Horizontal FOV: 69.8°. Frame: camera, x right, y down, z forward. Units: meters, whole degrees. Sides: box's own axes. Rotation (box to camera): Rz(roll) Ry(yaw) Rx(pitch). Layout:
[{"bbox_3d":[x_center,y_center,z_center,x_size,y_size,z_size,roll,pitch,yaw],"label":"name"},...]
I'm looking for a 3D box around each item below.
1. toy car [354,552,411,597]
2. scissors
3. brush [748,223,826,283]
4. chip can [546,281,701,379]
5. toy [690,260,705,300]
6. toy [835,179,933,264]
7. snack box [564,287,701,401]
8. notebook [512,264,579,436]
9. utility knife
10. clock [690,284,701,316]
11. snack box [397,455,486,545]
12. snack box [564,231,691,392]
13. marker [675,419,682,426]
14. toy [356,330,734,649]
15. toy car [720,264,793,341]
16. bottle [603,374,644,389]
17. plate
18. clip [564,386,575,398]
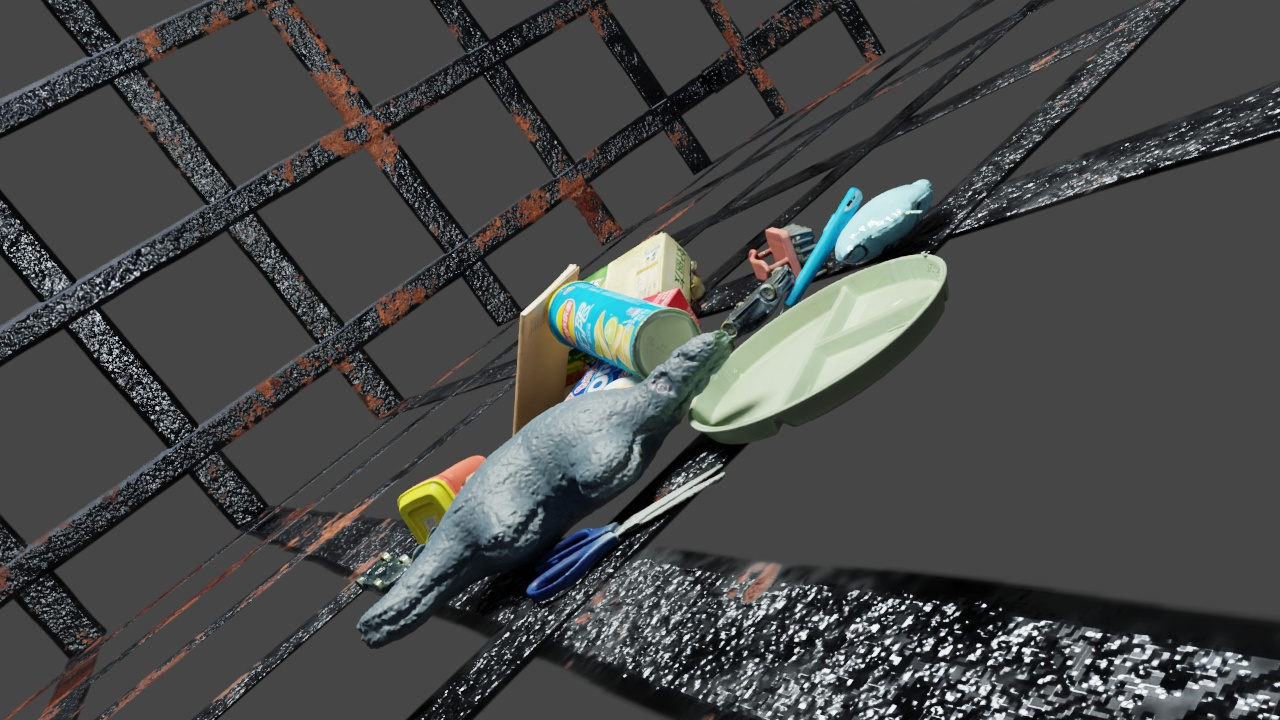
[{"bbox_3d":[-0.255,0.220,0.926,0.042,0.034,0.091,-40,14,-34],"label":"toy car"},{"bbox_3d":[-0.012,0.120,0.678,0.173,0.012,0.126,-37,11,-16],"label":"scissors"},{"bbox_3d":[0.156,-0.117,1.024,0.069,0.063,0.145,-21,11,4],"label":"brush"},{"bbox_3d":[-0.021,-0.029,0.879,0.071,0.071,0.210,-39,25,-14],"label":"chip can"},{"bbox_3d":[0.045,-0.101,1.320,0.157,0.066,0.105,169,121,-73],"label":"toy"},{"bbox_3d":[0.239,-0.137,0.893,0.161,0.050,0.156,-39,1,-17],"label":"toy"},{"bbox_3d":[-0.006,0.006,0.958,0.057,0.058,0.206,-13,29,38],"label":"snack box"},{"bbox_3d":[-0.107,0.016,1.016,0.012,0.212,0.149,14,28,11],"label":"notebook"},{"bbox_3d":[0.178,-0.104,0.926,0.160,0.018,0.034,-57,-10,-13],"label":"utility knife"},{"bbox_3d":[0.022,-0.056,1.189,0.122,0.055,0.082,-38,11,-1],"label":"clock"},{"bbox_3d":[-0.163,0.140,0.850,0.082,0.091,0.079,-27,7,37],"label":"snack box"},{"bbox_3d":[-0.046,-0.053,1.141,0.241,0.063,0.114,-30,38,31],"label":"snack box"},{"bbox_3d":[0.034,0.038,0.874,0.018,0.015,0.123,-32,9,11],"label":"marker"},{"bbox_3d":[-0.070,0.094,0.735,0.356,0.091,0.138,-39,5,-6],"label":"toy"},{"bbox_3d":[0.122,-0.056,0.939,0.106,0.031,0.048,-46,4,42],"label":"toy car"},{"bbox_3d":[-0.010,0.045,0.845,0.063,0.063,0.108,-29,12,29],"label":"bottle"},{"bbox_3d":[0.138,-0.008,0.717,0.230,0.027,0.230,-34,11,7],"label":"plate"},{"bbox_3d":[-0.068,0.018,1.210,0.070,0.034,0.100,-45,11,-36],"label":"clip"}]
